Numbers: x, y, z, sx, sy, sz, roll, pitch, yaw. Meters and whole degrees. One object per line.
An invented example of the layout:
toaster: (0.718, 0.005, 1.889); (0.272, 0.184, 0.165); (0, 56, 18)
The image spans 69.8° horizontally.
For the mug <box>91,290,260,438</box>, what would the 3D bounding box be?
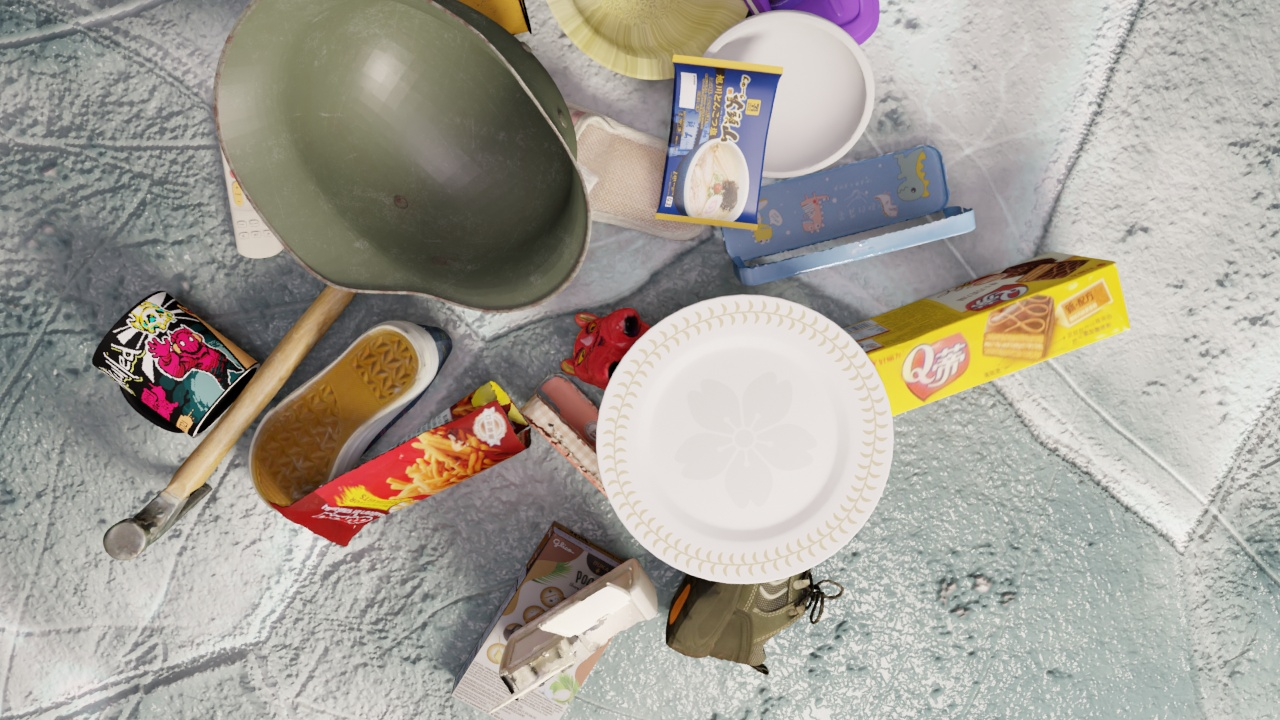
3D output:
mug: (-0.400, 0.014, 0.783); (0.098, 0.081, 0.118); (40, 123, -10)

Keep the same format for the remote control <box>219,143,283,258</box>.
remote control: (-0.332, -0.150, 0.782); (0.038, 0.018, 0.125); (-6, 100, -3)

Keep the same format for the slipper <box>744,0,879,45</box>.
slipper: (0.116, -0.366, 0.717); (0.107, 0.084, 0.266); (-34, 106, -11)

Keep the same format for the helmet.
helmet: (-0.143, -0.161, 0.670); (0.268, 0.153, 0.228); (42, 122, -12)

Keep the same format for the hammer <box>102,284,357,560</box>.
hammer: (-0.317, 0.019, 0.778); (0.033, 0.132, 0.330); (39, 85, -9)

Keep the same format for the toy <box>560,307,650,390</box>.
toy: (-0.005, 0.005, 0.821); (0.133, 0.094, 0.088); (38, 67, -34)

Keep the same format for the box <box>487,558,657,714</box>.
box: (-0.058, 0.224, 0.756); (0.144, 0.187, 0.058); (-33, 85, -1)

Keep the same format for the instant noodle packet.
instant noodle packet: (0.062, -0.176, 0.752); (0.087, 0.026, 0.134); (7, 116, 1)

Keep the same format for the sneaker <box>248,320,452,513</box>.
sneaker: (-0.252, 0.043, 0.799); (0.236, 0.079, 0.087); (-42, 90, 22)

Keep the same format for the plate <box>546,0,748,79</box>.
plate: (0.002, -0.323, 0.752); (0.184, 0.036, 0.184); (-2, 98, -17)

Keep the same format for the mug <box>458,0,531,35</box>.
mug: (-0.143, -0.287, 0.728); (0.094, 0.100, 0.124); (-15, 106, 1)

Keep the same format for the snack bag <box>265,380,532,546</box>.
snack bag: (-0.199, 0.092, 0.789); (0.208, 0.139, 0.066); (-26, 71, 0)

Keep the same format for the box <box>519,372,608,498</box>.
box: (-0.028, 0.090, 0.830); (0.187, 0.057, 0.070); (45, 63, -12)

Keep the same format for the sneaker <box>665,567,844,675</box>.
sneaker: (0.135, 0.191, 0.833); (0.143, 0.101, 0.238); (27, 102, -4)

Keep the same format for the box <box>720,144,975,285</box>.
box: (0.177, -0.126, 0.793); (0.209, 0.073, 0.085); (-14, 97, -1)

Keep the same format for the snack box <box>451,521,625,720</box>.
snack box: (-0.087, 0.257, 0.867); (0.101, 0.031, 0.186); (31, 97, -9)

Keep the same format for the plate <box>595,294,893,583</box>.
plate: (0.085, 0.066, 0.757); (0.242, 0.016, 0.242); (0, 99, 1)

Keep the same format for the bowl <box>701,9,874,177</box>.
bowl: (0.117, -0.226, 0.764); (0.149, 0.043, 0.150); (5, 136, 5)

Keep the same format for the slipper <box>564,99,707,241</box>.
slipper: (-0.060, -0.162, 0.780); (0.263, 0.052, 0.115); (13, 98, -6)

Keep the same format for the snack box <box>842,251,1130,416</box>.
snack box: (0.286, -0.025, 0.799); (0.230, 0.110, 0.062); (-20, 102, 0)
